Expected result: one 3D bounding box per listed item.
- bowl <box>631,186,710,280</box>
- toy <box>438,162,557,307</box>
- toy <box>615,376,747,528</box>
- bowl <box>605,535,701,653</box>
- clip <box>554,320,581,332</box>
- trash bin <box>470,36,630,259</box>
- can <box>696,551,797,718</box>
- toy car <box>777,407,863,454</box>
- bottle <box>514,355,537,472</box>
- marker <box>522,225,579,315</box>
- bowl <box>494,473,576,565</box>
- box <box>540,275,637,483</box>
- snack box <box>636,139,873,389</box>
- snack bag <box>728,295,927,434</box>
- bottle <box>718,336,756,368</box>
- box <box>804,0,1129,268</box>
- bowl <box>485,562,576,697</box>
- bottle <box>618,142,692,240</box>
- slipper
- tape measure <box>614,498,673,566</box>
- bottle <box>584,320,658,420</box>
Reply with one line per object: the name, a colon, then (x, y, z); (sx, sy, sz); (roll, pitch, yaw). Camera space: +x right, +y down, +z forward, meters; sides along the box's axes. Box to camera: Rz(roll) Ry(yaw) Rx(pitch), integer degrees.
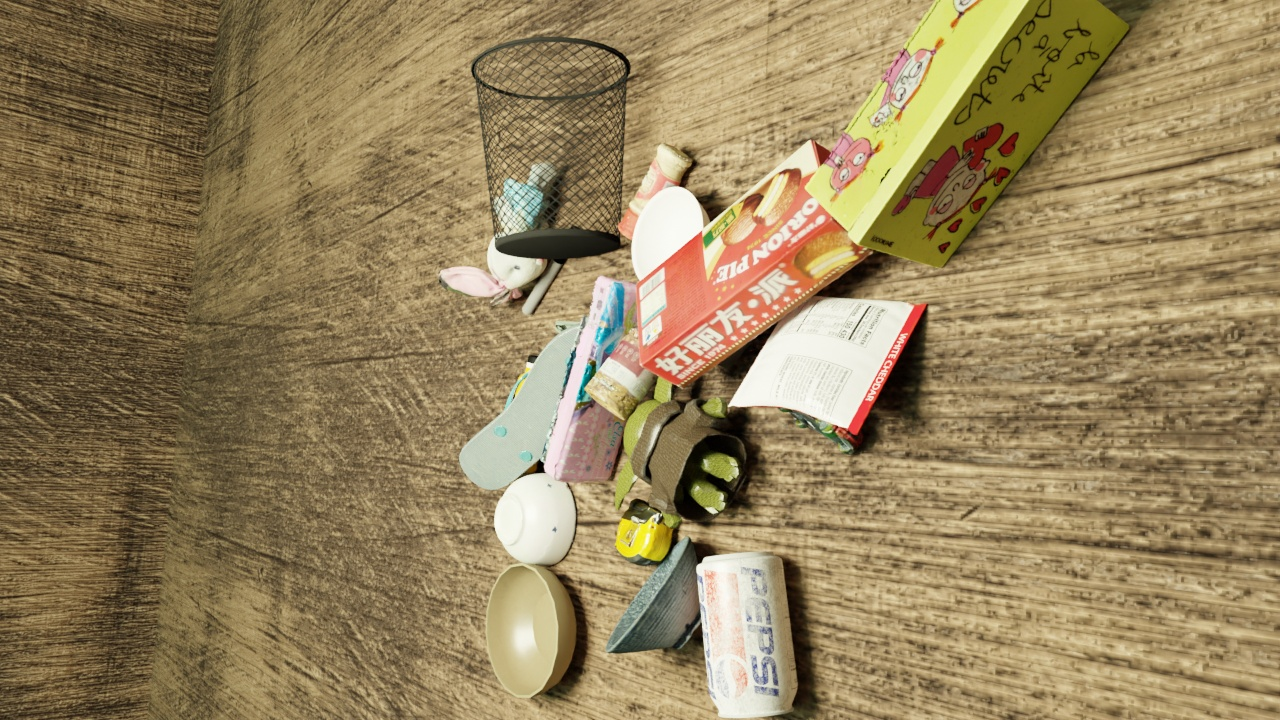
bowl: (0.042, -0.125, 0.972); (0.110, 0.040, 0.110); (-11, 76, 48)
toy: (-0.148, -0.154, 1.172); (0.106, 0.131, 0.205); (29, 93, 35)
toy: (0.041, 0.093, 0.908); (0.153, 0.078, 0.179); (36, 108, 54)
bowl: (0.029, 0.244, 0.899); (0.057, 0.136, 0.137); (37, 118, 3)
clip: (-0.078, -0.035, 1.114); (0.076, 0.023, 0.059); (21, 98, 47)
trash bin: (-0.099, -0.233, 1.061); (0.184, 0.183, 0.210); (-7, 84, 49)
can: (0.095, 0.243, 0.819); (0.078, 0.078, 0.136); (-21, 68, 46)
toy car: (0.158, 0.049, 0.805); (0.036, 0.042, 0.091); (-50, 39, 0)
bottle: (-0.140, 0.066, 1.153); (0.043, 0.043, 0.143); (15, 95, 50)
marker: (-0.115, -0.113, 1.174); (0.141, 0.016, 0.016); (-54, 47, 29)
bowl: (-0.135, 0.192, 1.112); (0.114, 0.063, 0.113); (-10, 77, 48)
box: (-0.045, 0.022, 1.016); (0.053, 0.084, 0.230); (29, 106, 47)
snack box: (0.095, -0.083, 0.845); (0.237, 0.060, 0.113); (-38, 37, 33)
snack bag: (0.156, -0.004, 0.792); (0.144, 0.039, 0.130); (10, 61, 50)
bottle: (0.108, -0.042, 0.887); (0.113, 0.030, 0.030); (-53, 48, 30)
box: (0.240, -0.185, 0.688); (0.221, 0.124, 0.080); (-54, 47, 27)
bowl: (-0.122, 0.316, 1.085); (0.153, 0.050, 0.152); (-11, 76, 48)
bottle: (0.016, -0.183, 1.011); (0.044, 0.044, 0.109); (48, 119, 42)
slipper: (-0.112, 0.058, 1.099); (0.098, 0.054, 0.269); (41, 113, -4)
tape measure: (0.002, 0.183, 0.965); (0.066, 0.037, 0.064); (17, 87, 56)
bottle: (-0.006, 0.006, 0.963); (0.105, 0.056, 0.056); (-53, 41, -8)
